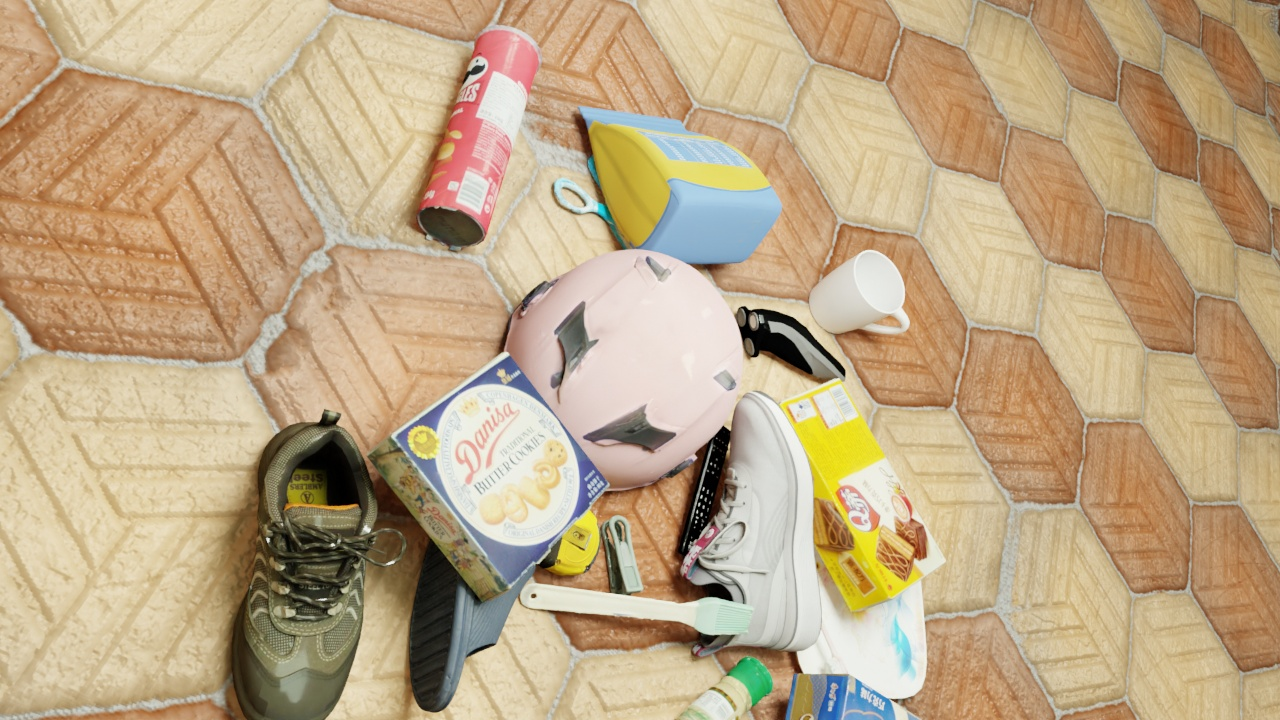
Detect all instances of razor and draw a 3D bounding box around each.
[{"bbox_3d":[0.179,-0.016,1.059,0.156,0.057,0.060,21,93,-24],"label":"razor"}]

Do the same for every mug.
[{"bbox_3d":[0.270,-0.068,1.113,0.114,0.088,0.080,41,55,-12],"label":"mug"}]

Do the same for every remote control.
[{"bbox_3d":[0.066,0.131,0.930,0.030,0.009,0.139,37,63,-45],"label":"remote control"}]

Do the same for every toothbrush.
[{"bbox_3d":[0.171,0.242,0.947,0.018,0.016,0.181,-17,81,-30],"label":"toothbrush"}]

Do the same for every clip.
[{"bbox_3d":[-0.022,0.188,0.869,0.023,0.049,0.078,4,52,-33],"label":"clip"}]

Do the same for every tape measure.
[{"bbox_3d":[-0.066,0.162,0.836,0.064,0.037,0.065,32,57,-17],"label":"tape measure"}]

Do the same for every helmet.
[{"bbox_3d":[-0.005,0.005,0.876,0.254,0.153,0.230,-34,94,-31],"label":"helmet"}]

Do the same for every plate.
[{"bbox_3d":[0.235,0.267,0.999,0.186,0.016,0.186,15,63,-27],"label":"plate"}]

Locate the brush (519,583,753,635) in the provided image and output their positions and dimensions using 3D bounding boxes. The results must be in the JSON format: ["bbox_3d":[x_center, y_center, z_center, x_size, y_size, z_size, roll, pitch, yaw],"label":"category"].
[{"bbox_3d":[-0.002,0.225,0.833,0.217,0.012,0.033,10,98,-12],"label":"brush"}]

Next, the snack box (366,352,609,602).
[{"bbox_3d":[-0.114,0.087,0.720,0.145,0.043,0.144,53,40,-4],"label":"snack box"}]

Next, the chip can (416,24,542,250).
[{"bbox_3d":[-0.158,-0.223,0.912,0.073,0.073,0.232,23,61,-23],"label":"chip can"}]

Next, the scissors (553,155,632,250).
[{"bbox_3d":[-0.028,-0.171,1.012,0.140,0.013,0.114,35,53,-15],"label":"scissors"}]

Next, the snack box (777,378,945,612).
[{"bbox_3d":[0.222,0.142,0.993,0.109,0.062,0.230,-18,74,-39],"label":"snack box"}]

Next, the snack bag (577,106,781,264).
[{"bbox_3d":[0.034,-0.208,1.015,0.158,0.103,0.205,-5,52,-39],"label":"snack bag"}]

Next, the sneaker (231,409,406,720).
[{"bbox_3d":[-0.230,0.147,0.671,0.101,0.143,0.237,8,67,-31],"label":"sneaker"}]

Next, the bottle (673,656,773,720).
[{"bbox_3d":[0.076,0.325,0.859,0.110,0.043,0.043,-28,87,-36],"label":"bottle"}]

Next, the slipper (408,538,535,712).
[{"bbox_3d":[-0.127,0.155,0.763,0.082,0.101,0.263,18,59,-25],"label":"slipper"}]

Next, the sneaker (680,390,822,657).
[{"bbox_3d":[0.097,0.162,0.894,0.128,0.097,0.263,-6,94,-24],"label":"sneaker"}]

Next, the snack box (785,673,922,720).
[{"bbox_3d":[0.218,0.410,0.875,0.202,0.069,0.154,38,55,-29],"label":"snack box"}]
